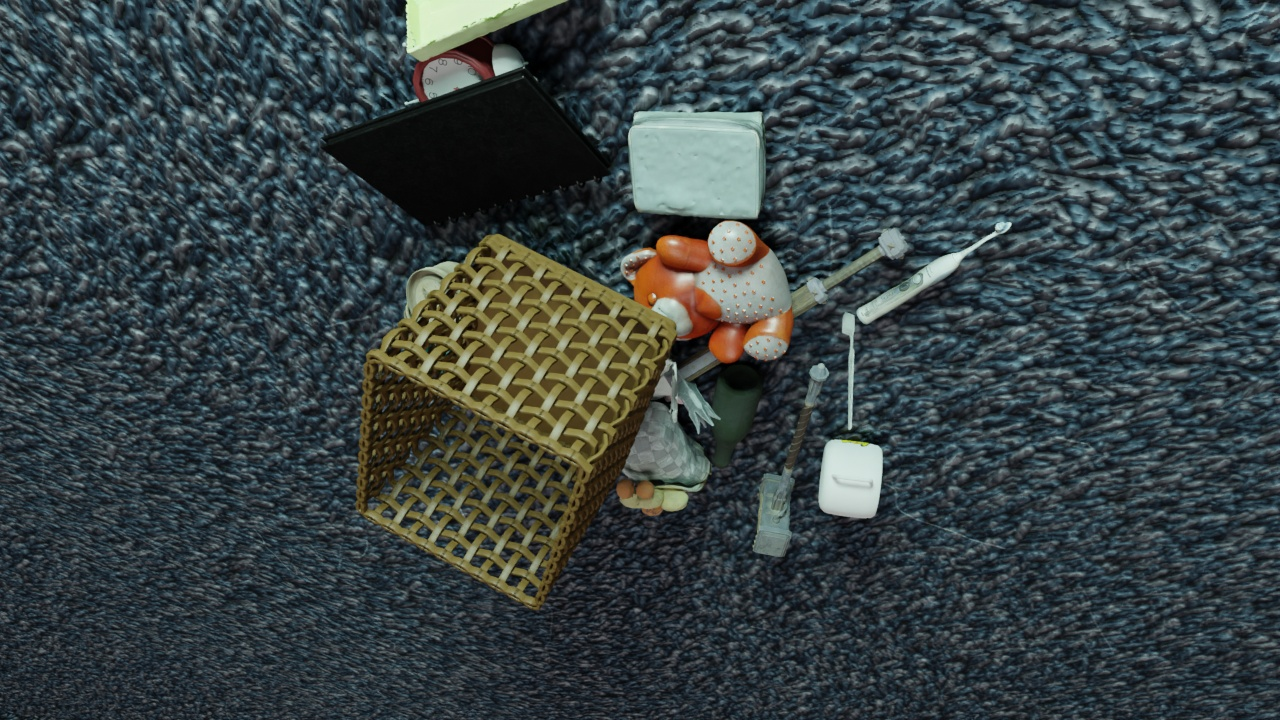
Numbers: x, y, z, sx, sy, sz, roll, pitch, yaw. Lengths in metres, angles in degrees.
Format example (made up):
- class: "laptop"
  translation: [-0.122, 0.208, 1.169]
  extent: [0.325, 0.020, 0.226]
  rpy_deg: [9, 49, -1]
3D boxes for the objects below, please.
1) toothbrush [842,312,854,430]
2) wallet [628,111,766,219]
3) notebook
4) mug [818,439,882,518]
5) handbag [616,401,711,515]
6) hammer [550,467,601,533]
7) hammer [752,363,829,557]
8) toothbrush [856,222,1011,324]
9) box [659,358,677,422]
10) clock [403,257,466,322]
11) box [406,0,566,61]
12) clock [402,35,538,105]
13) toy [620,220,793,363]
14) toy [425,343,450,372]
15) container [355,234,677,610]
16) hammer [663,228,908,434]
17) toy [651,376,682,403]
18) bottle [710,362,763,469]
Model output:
- class: "toothbrush"
  translation: [0.214, 0.007, 0.950]
  extent: [0.010, 0.181, 0.010]
  rpy_deg: [21, 131, -4]
- class: "wallet"
  translation: [0.055, -0.189, 0.880]
  extent: [0.132, 0.054, 0.100]
  rpy_deg: [4, 125, 11]
- class: "notebook"
  translation: [-0.166, -0.198, 0.900]
  extent: [0.232, 0.019, 0.169]
  rpy_deg: [-10, 155, 25]
- class: "mug"
  translation: [0.260, 0.147, 1.139]
  extent: [0.068, 0.094, 0.115]
  rpy_deg: [6, 174, 9]
- class: "handbag"
  translation: [0.009, 0.129, 1.164]
  extent: [0.113, 0.123, 0.171]
  rpy_deg: [-3, 149, 23]
- class: "hammer"
  translation: [-0.074, 0.084, 1.176]
  extent: [0.040, 0.129, 0.322]
  rpy_deg: [16, 130, 21]
- class: "hammer"
  translation: [0.188, 0.115, 1.129]
  extent: [0.044, 0.098, 0.323]
  rpy_deg: [10, 137, 3]
- class: "toothbrush"
  translation: [0.301, -0.089, 0.945]
  extent: [0.024, 0.022, 0.186]
  rpy_deg: [19, 142, -34]
- class: "box"
  translation: [-0.002, 0.006, 1.032]
  extent: [0.160, 0.091, 0.081]
  rpy_deg: [58, 161, 11]
- class: "clock"
  translation: [-0.232, -0.066, 1.068]
  extent: [0.141, 0.054, 0.093]
  rpy_deg: [-15, 105, 42]
- class: "box"
  translation: [-0.131, -0.341, 0.772]
  extent: [0.188, 0.061, 0.133]
  rpy_deg: [-15, 108, 25]
- class: "clock"
  translation: [-0.157, -0.260, 0.861]
  extent: [0.124, 0.044, 0.087]
  rpy_deg: [14, 137, 1]
- class: "toy"
  translation: [0.066, -0.069, 0.964]
  extent: [0.173, 0.092, 0.164]
  rpy_deg: [-6, 129, 34]
- class: "toy"
  translation: [-0.197, 0.032, 1.163]
  extent: [0.193, 0.072, 0.131]
  rpy_deg: [32, 135, -6]
- class: "container"
  translation: [-0.127, 0.060, 0.928]
  extent: [0.219, 0.213, 0.252]
  rpy_deg: [27, 135, 6]
- class: "hammer"
  translation: [0.146, -0.053, 0.997]
  extent: [0.318, 0.028, 0.147]
  rpy_deg: [-33, 89, 31]
- class: "toy"
  translation: [0.015, 0.021, 1.118]
  extent: [0.125, 0.037, 0.076]
  rpy_deg: [20, 133, -15]
- class: "bottle"
  translation: [0.112, 0.078, 1.143]
  extent: [0.055, 0.055, 0.174]
  rpy_deg: [10, 138, 3]
